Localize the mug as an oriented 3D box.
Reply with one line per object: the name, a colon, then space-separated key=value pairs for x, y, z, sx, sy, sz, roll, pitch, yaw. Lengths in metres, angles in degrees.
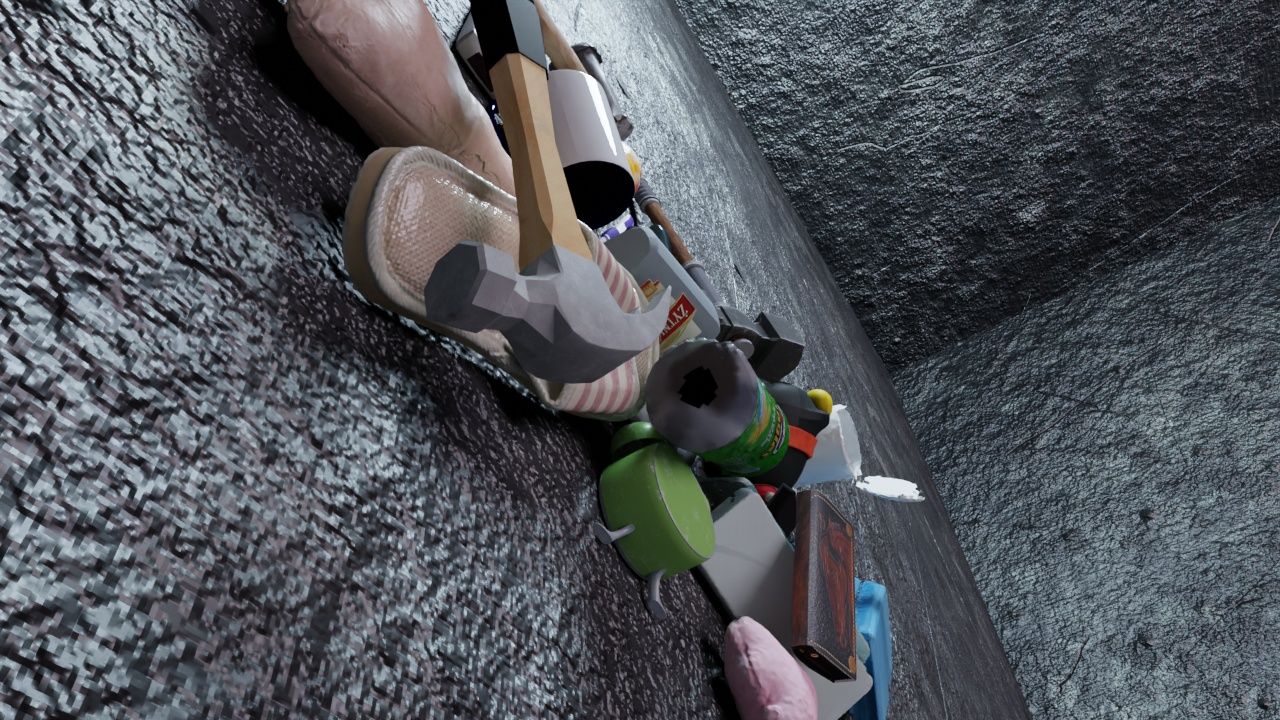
mug: x=-0.067 y=-0.162 z=0.695 sx=0.111 sy=0.079 sz=0.096 roll=8 pitch=52 yaw=-36

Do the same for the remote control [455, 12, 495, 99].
remote control: x=-0.118 y=-0.258 z=0.751 sx=0.060 sy=0.025 sz=0.138 roll=53 pitch=20 yaw=-30

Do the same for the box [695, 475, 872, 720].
box: x=0.099 y=0.178 z=0.713 sx=0.199 sy=0.085 sz=0.096 roll=59 pitch=-13 yaw=-17

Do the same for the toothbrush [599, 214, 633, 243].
toothbrush: x=-0.026 y=-0.112 z=0.826 sx=0.016 sy=0.015 sz=0.186 roll=62 pitch=16 yaw=-10

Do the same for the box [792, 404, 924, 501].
box: x=0.201 y=0.104 z=0.940 sx=0.084 sy=0.160 sz=0.118 roll=-1 pitch=76 yaw=-65

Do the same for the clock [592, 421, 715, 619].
clock: x=0.012 y=0.093 z=0.587 sx=0.094 sy=0.043 sz=0.119 roll=57 pitch=17 yaw=-22

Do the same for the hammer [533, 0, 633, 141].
hammer: x=-0.069 y=-0.262 z=0.779 sx=0.098 sy=0.052 sz=0.328 roll=65 pitch=8 yaw=5

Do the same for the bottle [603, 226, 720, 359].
bottle: x=0.018 y=-0.029 z=0.683 sx=0.161 sy=0.072 sz=0.046 roll=44 pitch=20 yaw=-47

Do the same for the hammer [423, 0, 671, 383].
hammer: x=-0.061 y=-0.138 z=0.478 sx=0.131 sy=0.039 sz=0.327 roll=20 pitch=47 yaw=-46

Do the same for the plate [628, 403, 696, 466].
plate: x=-0.004 y=0.004 z=0.720 sx=0.178 sy=0.012 sz=0.178 roll=54 pitch=19 yaw=-29

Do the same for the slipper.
slipper: x=-0.052 y=-0.030 z=0.510 sx=0.262 sy=0.052 sz=0.115 roll=31 pitch=65 yaw=-54

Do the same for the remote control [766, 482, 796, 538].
remote control: x=0.117 y=0.136 z=0.779 sx=0.013 sy=0.034 sz=0.150 roll=36 pitch=-10 yaw=20

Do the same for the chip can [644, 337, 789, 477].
chip can: x=0.060 y=0.040 z=0.652 sx=0.223 sy=0.075 sz=0.075 roll=40 pitch=27 yaw=-72

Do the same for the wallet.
wallet: x=0.132 y=0.161 z=0.663 sx=0.072 sy=0.019 sz=0.122 roll=45 pitch=40 yaw=-38

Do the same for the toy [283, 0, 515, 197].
toy: x=-0.113 y=-0.152 z=0.548 sx=0.264 sy=0.065 sz=0.195 roll=38 pitch=35 yaw=-58

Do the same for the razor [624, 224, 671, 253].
razor: x=-0.009 y=-0.081 z=0.738 sx=0.052 sy=0.047 sz=0.142 roll=36 pitch=21 yaw=7

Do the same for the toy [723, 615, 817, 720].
toy: x=0.090 y=0.226 z=0.602 sx=0.102 sy=0.050 sz=0.093 roll=54 pitch=16 yaw=-39

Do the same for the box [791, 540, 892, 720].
box: x=0.202 y=0.243 z=0.880 sx=0.173 sy=0.066 sz=0.231 roll=63 pitch=14 yaw=9

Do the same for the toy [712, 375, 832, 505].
toy: x=0.106 y=0.074 z=0.808 sx=0.099 sy=0.098 sz=0.119 roll=25 pitch=70 yaw=-43

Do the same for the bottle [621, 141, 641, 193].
bottle: x=-0.030 y=-0.166 z=0.807 sx=0.063 sy=0.063 sz=0.108 roll=59 pitch=19 yaw=-14

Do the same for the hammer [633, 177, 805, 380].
hammer: x=0.037 y=-0.107 z=0.898 sx=0.156 sy=0.043 sz=0.322 roll=16 pitch=31 yaw=-32
